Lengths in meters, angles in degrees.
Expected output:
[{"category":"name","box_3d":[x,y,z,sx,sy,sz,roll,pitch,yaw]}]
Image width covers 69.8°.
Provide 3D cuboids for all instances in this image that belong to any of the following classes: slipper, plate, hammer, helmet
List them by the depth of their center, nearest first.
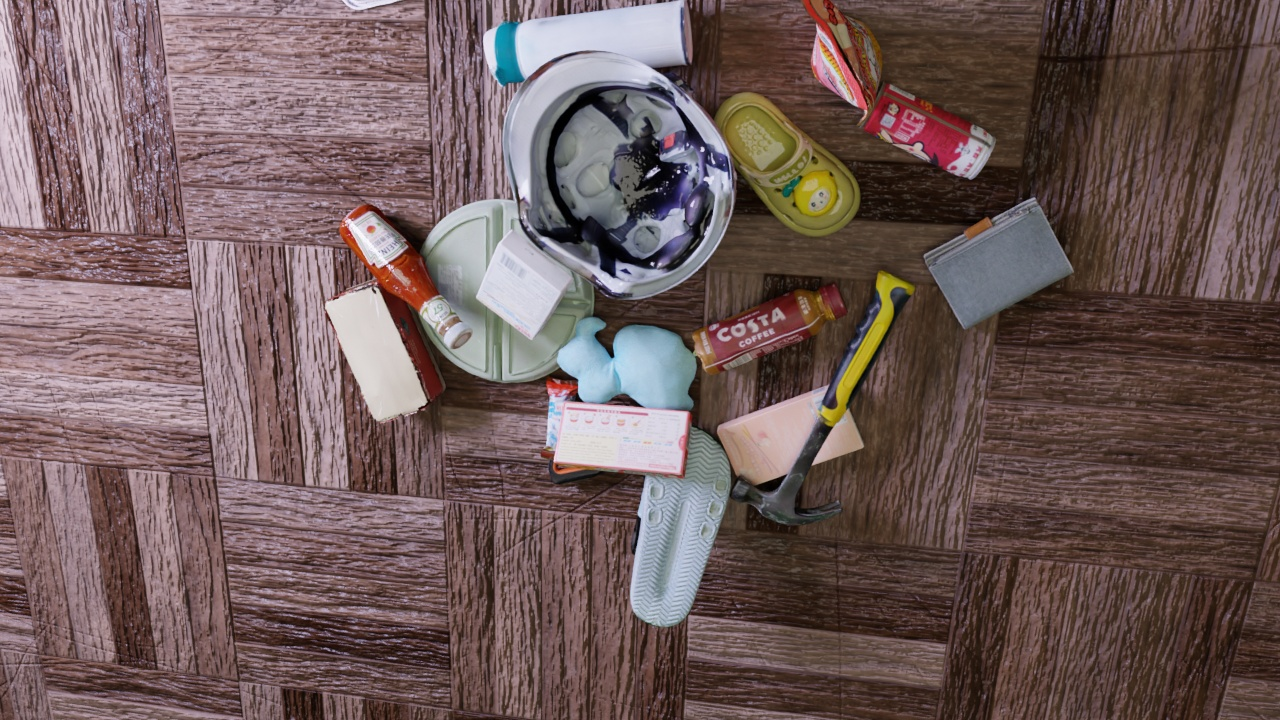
[{"category":"helmet","box_3d":[-0.012,-0.202,0.988,0.258,0.145,0.229,43,109,3]},{"category":"slipper","box_3d":[0.153,-0.209,0.994,0.190,0.081,0.092,44,111,-3]},{"category":"hammer","box_3d":[0.227,0.051,1.059,0.126,0.031,0.324,25,107,2]},{"category":"plate","box_3d":[-0.170,-0.079,1.115,0.230,0.027,0.230,3,107,9]},{"category":"slipper","box_3d":[0.044,0.200,1.120,0.104,0.074,0.245,12,87,-2]}]

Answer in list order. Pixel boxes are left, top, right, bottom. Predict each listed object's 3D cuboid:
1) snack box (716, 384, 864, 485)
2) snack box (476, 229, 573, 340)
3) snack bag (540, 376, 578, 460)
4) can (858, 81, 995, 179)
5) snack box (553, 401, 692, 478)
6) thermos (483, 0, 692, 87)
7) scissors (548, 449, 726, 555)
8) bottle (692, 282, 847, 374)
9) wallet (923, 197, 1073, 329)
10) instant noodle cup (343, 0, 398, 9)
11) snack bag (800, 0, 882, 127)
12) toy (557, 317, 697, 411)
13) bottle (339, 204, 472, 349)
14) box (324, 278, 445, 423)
[{"category":"snack box","box_3d":[0.181,0.092,1.109,0.157,0.026,0.084,-21,102,15]},{"category":"snack box","box_3d":[-0.132,-0.080,1.025,0.084,0.157,0.026,38,65,-4]},{"category":"snack bag","box_3d":[-0.100,0.074,1.142,0.048,0.026,0.104,8,90,18]},{"category":"can","box_3d":[0.303,-0.242,0.971,0.133,0.053,0.053,26,109,0]},{"category":"snack box","box_3d":[-0.020,0.094,1.088,0.156,0.027,0.077,4,72,13]},{"category":"thermos","box_3d":[-0.059,-0.345,0.995,0.224,0.073,0.073,-3,106,11]},{"category":"scissors","box_3d":[-0.007,0.140,1.161,0.221,0.021,0.230,7,105,3]},{"category":"bottle","box_3d":[0.150,-0.039,1.058,0.175,0.057,0.057,-22,102,15]},{"category":"wallet","box_3d":[0.391,-0.108,1.009,0.130,0.037,0.106,-30,111,18]},{"category":"instant noodle cup","box_3d":[-0.292,-0.482,0.993,0.138,0.060,0.173,-8,104,12]},{"category":"snack bag","box_3d":[0.196,-0.296,0.892,0.073,0.207,0.128,-22,101,20]},{"category":"toy","box_3d":[-0.007,0.006,1.101,0.156,0.049,0.161,-30,99,9]},{"category":"bottle","box_3d":[-0.273,-0.096,1.080,0.206,0.059,0.060,47,109,13]},{"category":"box","box_3d":[-0.319,-0.012,1.133,0.091,0.077,0.168,-18,103,13]}]
